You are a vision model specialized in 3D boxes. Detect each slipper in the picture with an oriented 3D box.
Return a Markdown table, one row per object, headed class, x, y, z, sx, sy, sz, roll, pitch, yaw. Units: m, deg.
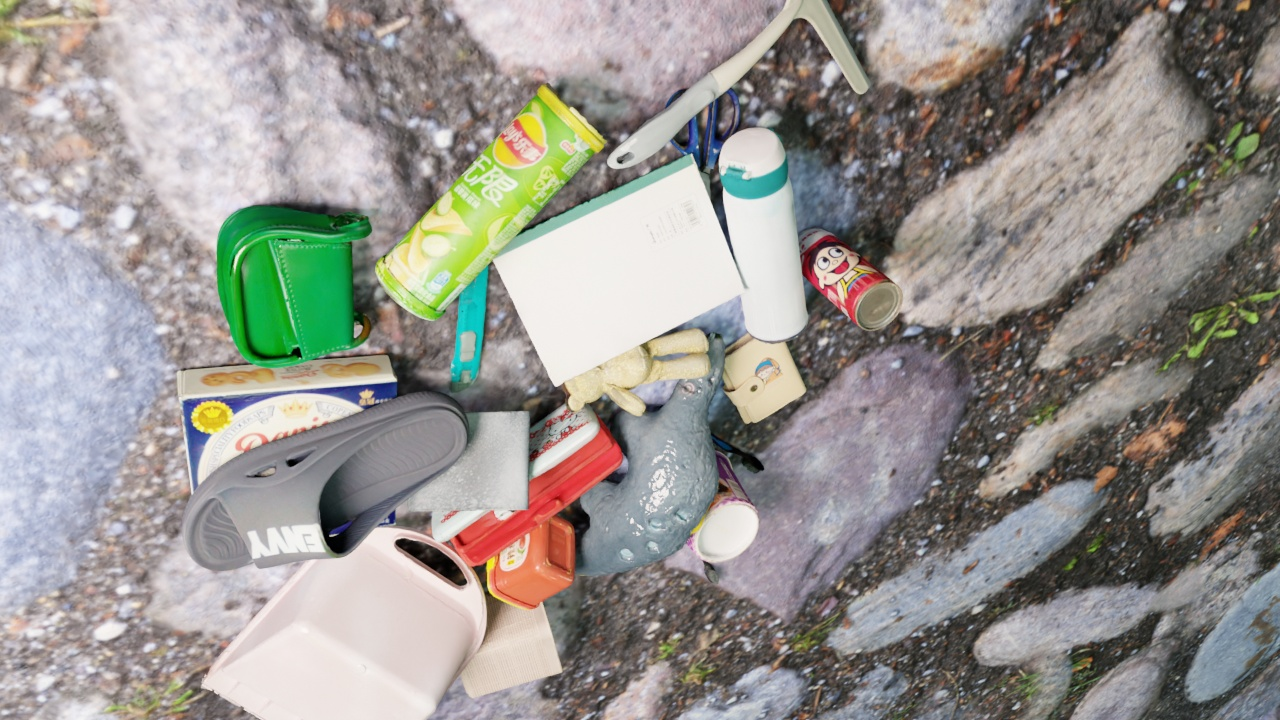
| class | x | y | z | sx | sy | sz | roll | pitch | yaw |
| --- | --- | --- | --- | --- | --- | --- | --- | --- | --- |
| slipper | -0.273 | 0.116 | 0.812 | 0.268 | 0.083 | 0.111 | -26 | 128 | -11 |

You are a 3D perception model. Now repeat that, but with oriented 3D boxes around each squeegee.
| class | x | y | z | sx | sy | sz | roll | pitch | yaw |
| --- | --- | --- | --- | --- | --- | --- | --- | --- | --- |
| squeegee | 0.069 | -0.249 | 0.798 | 0.246 | 0.039 | 0.246 | -41 | 127 | 2 |

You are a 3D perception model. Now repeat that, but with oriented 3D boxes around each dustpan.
| class | x | y | z | sx | sy | sz | roll | pitch | yaw |
| --- | --- | --- | --- | --- | --- | --- | --- | --- | --- |
| dustpan | -0.294 | 0.303 | 0.982 | 0.222 | 0.138 | 0.274 | 40 | 128 | -16 |

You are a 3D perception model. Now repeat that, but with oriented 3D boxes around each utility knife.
| class | x | y | z | sx | sy | sz | roll | pitch | yaw |
| --- | --- | --- | --- | --- | --- | --- | --- | --- | --- |
| utility knife | -0.161 | -0.036 | 0.863 | 0.029 | 0.013 | 0.161 | -4 | 123 | -25 |

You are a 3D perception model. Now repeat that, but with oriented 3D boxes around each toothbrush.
| class | x | y | z | sx | sy | sz | roll | pitch | yaw |
| --- | --- | --- | --- | --- | --- | --- | --- | --- | --- |
| toothbrush | 0.084 | 0.093 | 1.068 | 0.016 | 0.014 | 0.189 | -32 | 134 | 31 |
| toothbrush | 0.071 | 0.223 | 1.148 | 0.014 | 0.017 | 0.189 | -30 | 128 | -12 |

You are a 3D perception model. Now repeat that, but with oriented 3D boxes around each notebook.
| class | x | y | z | sx | sy | sz | roll | pitch | yaw |
| --- | --- | --- | --- | --- | --- | --- | --- | --- | --- |
| notebook | -0.018 | -0.084 | 0.866 | 0.209 | 0.012 | 0.150 | -26 | 113 | -4 |

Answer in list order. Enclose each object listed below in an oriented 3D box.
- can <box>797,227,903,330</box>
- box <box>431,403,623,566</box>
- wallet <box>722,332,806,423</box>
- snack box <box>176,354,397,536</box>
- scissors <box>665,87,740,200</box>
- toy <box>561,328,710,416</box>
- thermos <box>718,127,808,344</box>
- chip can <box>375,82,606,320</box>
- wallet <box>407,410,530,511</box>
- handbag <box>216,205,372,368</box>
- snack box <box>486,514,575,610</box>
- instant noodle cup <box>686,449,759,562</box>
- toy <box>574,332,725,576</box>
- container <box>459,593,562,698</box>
| class | x | y | z | sx | sy | sz | roll | pitch | yaw |
| --- | --- | --- | --- | --- | --- | --- | --- | --- | --- |
| can | 0.204 | -0.085 | 0.925 | 0.053 | 0.132 | 0.053 | -12 | 126 | -18 |
| box | -0.123 | 0.119 | 0.934 | 0.201 | 0.094 | 0.092 | -35 | 162 | -1 |
| wallet | 0.134 | 0.018 | 1.033 | 0.087 | 0.024 | 0.115 | -32 | 131 | -1 |
| snack box | -0.321 | 0.087 | 0.851 | 0.177 | 0.045 | 0.183 | -5 | 124 | -23 |
| scissors | 0.049 | -0.175 | 0.867 | 0.128 | 0.012 | 0.173 | 14 | 113 | -31 |
| toy | -0.005 | 0.005 | 0.927 | 0.157 | 0.105 | 0.066 | -12 | 171 | -3 |
| thermos | 0.122 | -0.119 | 0.893 | 0.073 | 0.073 | 0.224 | -25 | 135 | -8 |
| chip can | -0.130 | -0.130 | 0.777 | 0.221 | 0.072 | 0.072 | -45 | 129 | 8 |
| wallet | -0.166 | 0.097 | 0.889 | 0.121 | 0.019 | 0.097 | -1 | 82 | 4 |
| handbag | -0.283 | -0.062 | 0.760 | 0.120 | 0.068 | 0.131 | -9 | 124 | -29 |
| snack box | -0.114 | 0.212 | 0.991 | 0.080 | 0.091 | 0.082 | -27 | 136 | 28 |
| instant noodle cup | 0.078 | 0.172 | 1.057 | 0.111 | 0.099 | 0.112 | -11 | 122 | -19 |
| toy | 0.010 | 0.136 | 0.991 | 0.091 | 0.138 | 0.357 | 7 | 120 | -54 |
| container | -0.159 | 0.322 | 1.061 | 0.111 | 0.090 | 0.090 | -16 | 127 | -11 |
